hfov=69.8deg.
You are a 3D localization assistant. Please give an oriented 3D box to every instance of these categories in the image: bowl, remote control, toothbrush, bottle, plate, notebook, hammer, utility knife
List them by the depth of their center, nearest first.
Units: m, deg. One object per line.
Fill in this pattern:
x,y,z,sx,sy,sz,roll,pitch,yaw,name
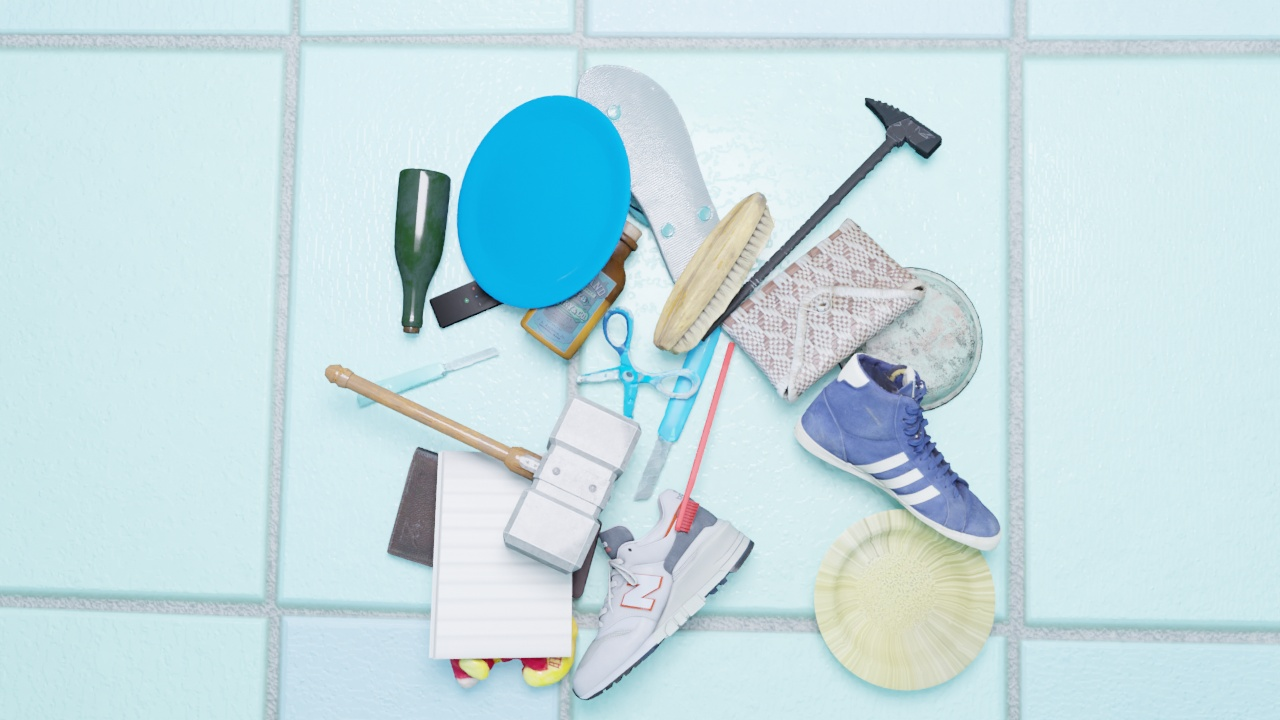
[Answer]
-0.176,0.077,0.935,0.317,0.083,0.162,25,73,-1,hammer
-0.142,0.200,0.956,0.142,0.009,0.209,2,76,-10,notebook
0.073,0.078,0.960,0.018,0.012,0.212,17,72,3,toothbrush
-0.101,-0.164,0.962,0.225,0.024,0.224,-4,83,31,plate
0.273,0.247,0.964,0.184,0.036,0.184,0,88,2,plate
0.171,-0.144,0.970,0.325,0.015,0.095,-46,67,-2,hammer
0.288,-0.023,0.971,0.157,0.038,0.157,0,88,2,bowl
-0.056,-0.081,0.972,0.068,0.068,0.157,37,90,3,bottle
-0.239,-0.116,0.988,0.055,0.055,0.174,5,90,2,bottle
0.040,0.049,0.991,0.031,0.015,0.221,22,86,7,utility knife
-0.233,0.015,1.001,0.166,0.015,0.022,-19,88,4,utility knife
-0.156,-0.079,1.003,0.150,0.013,0.034,-22,87,1,remote control

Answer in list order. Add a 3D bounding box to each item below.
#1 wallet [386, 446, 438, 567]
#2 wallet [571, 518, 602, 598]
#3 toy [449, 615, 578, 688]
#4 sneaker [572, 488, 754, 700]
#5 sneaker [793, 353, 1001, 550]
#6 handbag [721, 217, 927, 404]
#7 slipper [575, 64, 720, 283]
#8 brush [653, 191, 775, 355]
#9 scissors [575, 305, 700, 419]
-0.213,0.165,0.991,0.099,0.031,0.120,17,90,6,wallet
-0.107,0.198,0.992,0.115,0.018,0.091,15,89,5,wallet
-0.134,0.296,0.969,0.137,0.067,0.105,-9,88,-5,toy
-0.005,0.230,0.958,0.239,0.089,0.124,-40,83,-8,sneaker
0.285,0.080,0.923,0.233,0.091,0.119,31,119,11,sneaker
0.187,-0.055,0.950,0.186,0.047,0.124,-38,56,1,handbag
0.022,-0.196,0.988,0.098,0.055,0.269,-30,98,-2,slipper
0.078,-0.089,0.952,0.043,0.059,0.195,37,82,-26,brush
-0.006,0.005,0.976,0.134,0.011,0.140,-5,107,14,scissors
